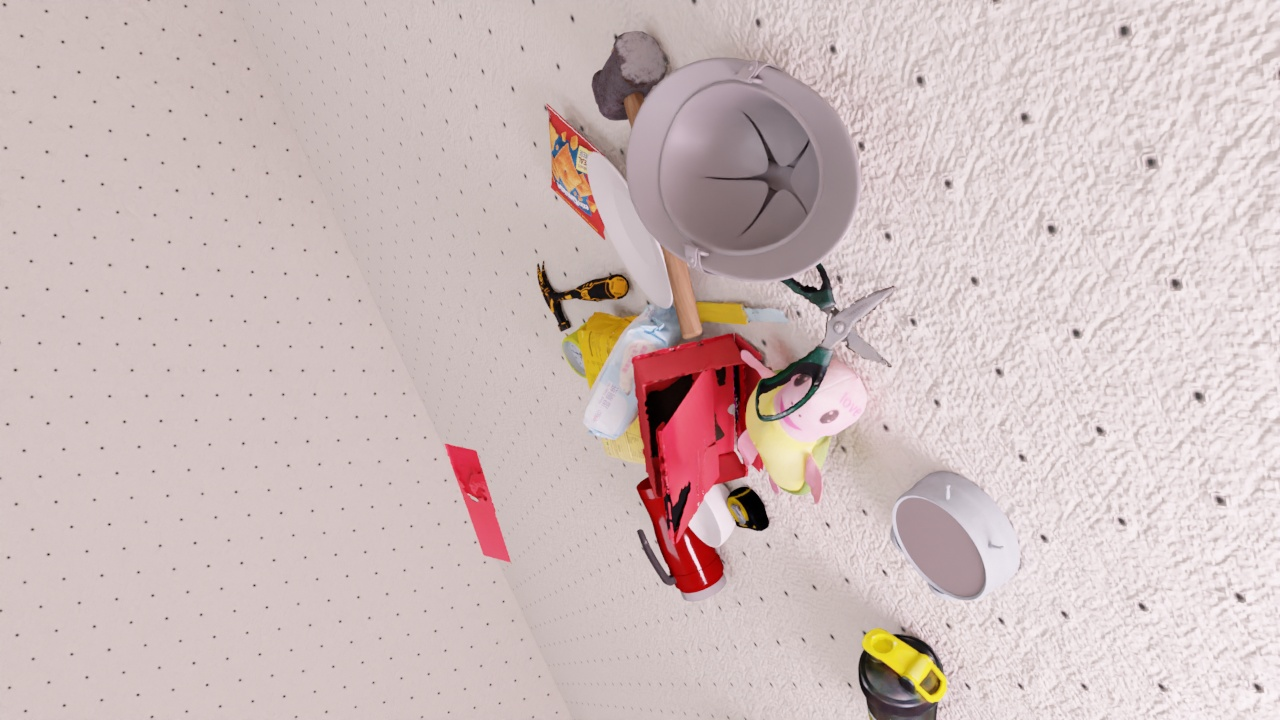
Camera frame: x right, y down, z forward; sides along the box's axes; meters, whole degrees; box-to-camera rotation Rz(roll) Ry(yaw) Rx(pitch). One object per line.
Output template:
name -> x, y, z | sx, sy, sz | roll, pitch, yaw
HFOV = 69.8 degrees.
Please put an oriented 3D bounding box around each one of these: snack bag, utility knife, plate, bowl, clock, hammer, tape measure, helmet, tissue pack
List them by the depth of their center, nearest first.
helmet -> 0.113, -0.166, 0.830 | 0.271, 0.117, 0.183 | 32, 113, 40
clock -> 0.302, 0.179, 0.904 | 0.122, 0.045, 0.160 | 53, 154, 22
hammer -> 0.017, -0.184, 0.979 | 0.098, 0.052, 0.328 | 150, 107, -67
utility knife -> 0.107, -0.054, 1.080 | 0.030, 0.019, 0.225 | 62, 162, -17
plate -> -0.009, -0.159, 1.118 | 0.208, 0.015, 0.209 | 58, 169, 18
tissue pack -> -0.007, 0.007, 1.186 | 0.070, 0.111, 0.182 | 30, 115, 5
snack bag -> -0.083, -0.251, 1.223 | 0.131, 0.039, 0.144 | 46, 153, 28
tape measure -> 0.146, 0.206, 1.272 | 0.061, 0.034, 0.062 | 66, 156, -5
snack bag -> -0.016, 0.046, 1.334 | 0.160, 0.068, 0.247 | 11, 118, 56
bowl -> 0.102, 0.211, 1.346 | 0.114, 0.050, 0.115 | 46, 153, 32
hammer -> -0.095, -0.107, 1.422 | 0.321, 0.036, 0.123 | 0, 115, 67
clock -> -0.074, -0.012, 1.453 | 0.119, 0.057, 0.083 | 24, 137, 46

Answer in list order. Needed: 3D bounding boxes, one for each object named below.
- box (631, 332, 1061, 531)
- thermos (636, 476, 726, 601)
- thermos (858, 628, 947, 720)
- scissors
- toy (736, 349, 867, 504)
box -> 0.226, 0.093, 1.103 | 0.479, 0.170, 0.215 | 13, 134, 20
thermos -> 0.056, 0.281, 1.449 | 0.084, 0.107, 0.198 | -3, 112, 66
thermos -> 0.313, 0.412, 1.092 | 0.098, 0.098, 0.221 | 37, 150, 45
scissors -> 0.161, -0.044, 0.906 | 0.202, 0.015, 0.204 | -42, 58, 38
toy -> 0.167, 0.072, 1.010 | 0.239, 0.087, 0.190 | 112, 142, -56
